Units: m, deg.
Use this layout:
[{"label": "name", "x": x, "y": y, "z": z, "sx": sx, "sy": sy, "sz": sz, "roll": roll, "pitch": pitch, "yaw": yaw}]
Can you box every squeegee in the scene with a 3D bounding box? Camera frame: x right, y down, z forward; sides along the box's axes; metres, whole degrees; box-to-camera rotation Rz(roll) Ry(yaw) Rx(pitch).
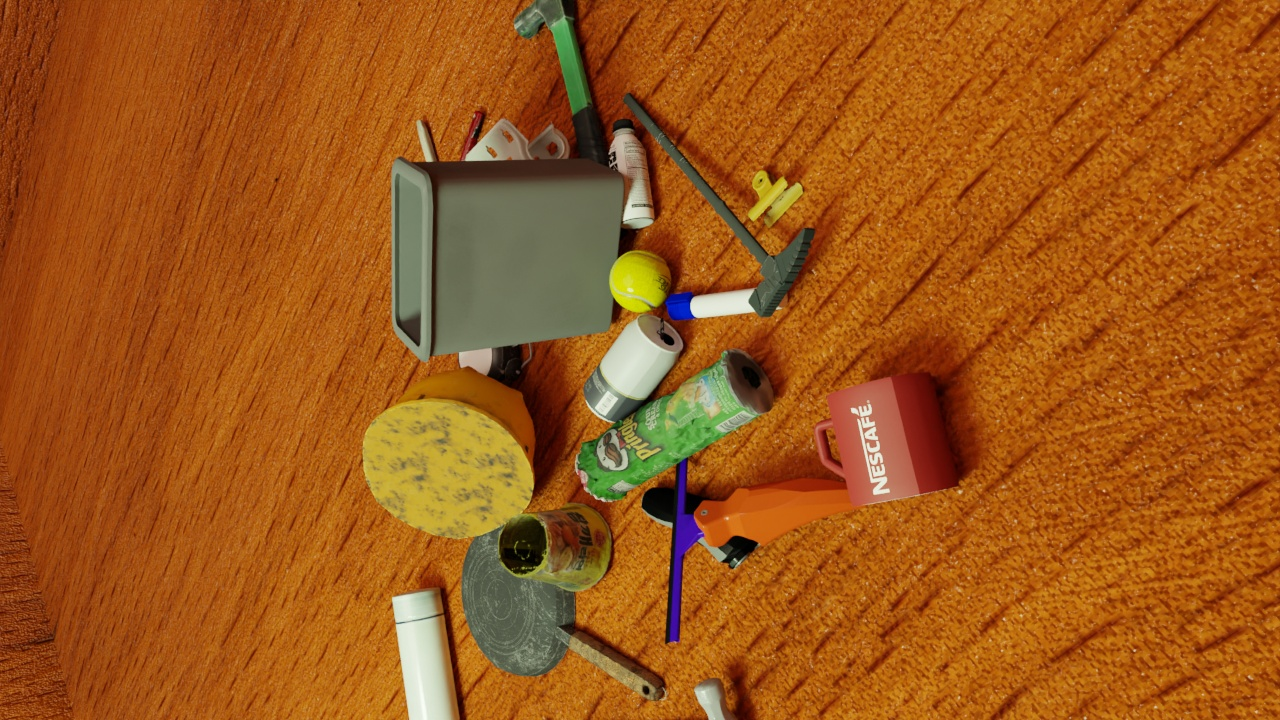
[{"label": "squeegee", "x": 0.113, "y": 0.139, "z": 0.841, "sx": 0.185, "sy": 0.249, "sz": 0.055, "roll": -12, "pitch": 120, "yaw": 12}]

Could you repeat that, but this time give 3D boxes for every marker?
[{"label": "marker", "x": 0.084, "y": -0.059, "z": 0.920, "sx": 0.133, "sy": 0.023, "sz": 0.027, "roll": -4, "pitch": 130, "yaw": 42}]

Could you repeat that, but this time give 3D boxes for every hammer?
[{"label": "hammer", "x": -0.066, "y": -0.286, "z": 1.052, "sx": 0.131, "sy": 0.032, "sz": 0.318, "roll": -22, "pitch": 76, "yaw": 40}, {"label": "hammer", "x": 0.062, "y": -0.185, "z": 0.923, "sx": 0.324, "sy": 0.015, "sz": 0.095, "roll": 56, "pitch": 133, "yaw": 34}, {"label": "hammer", "x": -0.010, "y": 0.419, "z": 1.003, "sx": 0.325, "sy": 0.029, "sz": 0.127, "roll": -24, "pitch": 86, "yaw": 43}]

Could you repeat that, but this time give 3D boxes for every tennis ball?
[{"label": "tennis ball", "x": 0.000, "y": -0.084, "z": 0.970, "sx": 0.065, "sy": 0.065, "sz": 0.065, "roll": 0, "pitch": 91, "yaw": 42}]

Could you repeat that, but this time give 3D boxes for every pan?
[{"label": "pan", "x": -0.108, "y": 0.315, "z": 1.094, "sx": 0.357, "sy": 0.040, "sz": 0.208, "roll": 20, "pitch": 103, "yaw": 42}]

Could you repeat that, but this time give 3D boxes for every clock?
[{"label": "clock", "x": -0.191, "y": -0.007, "z": 1.160, "sx": 0.123, "sy": 0.043, "sz": 0.091, "roll": -19, "pitch": 78, "yaw": 41}]

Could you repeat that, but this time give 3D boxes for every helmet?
[{"label": "helmet", "x": -0.215, "y": 0.092, "z": 1.115, "sx": 0.256, "sy": 0.205, "sz": 0.131, "roll": -52, "pitch": 14, "yaw": 43}]

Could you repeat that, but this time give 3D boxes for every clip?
[{"label": "clip", "x": 0.123, "y": -0.161, "z": 0.883, "sx": 0.048, "sy": 0.046, "sz": 0.054, "roll": 46, "pitch": 124, "yaw": 3}, {"label": "clip", "x": -0.122, "y": -0.214, "z": 1.076, "sx": 0.150, "sy": 0.110, "sz": 0.127, "roll": 43, "pitch": 154, "yaw": -16}]

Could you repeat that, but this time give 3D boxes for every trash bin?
[{"label": "trash bin", "x": -0.139, "y": -0.113, "z": 0.964, "sx": 0.097, "sy": 0.219, "sz": 0.192, "roll": 35, "pitch": 126, "yaw": 48}]

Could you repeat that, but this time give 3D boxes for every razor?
[{"label": "razor", "x": 0.058, "y": 0.163, "z": 0.933, "sx": 0.156, "sy": 0.057, "sz": 0.060, "roll": 27, "pitch": 140, "yaw": 38}]

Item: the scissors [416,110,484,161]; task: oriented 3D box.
[{"label": "scissors", "x": -0.266, "y": -0.260, "z": 1.245, "sx": 0.179, "sy": 0.015, "sz": 0.199, "roll": 45, "pitch": 120, "yaw": 31}]

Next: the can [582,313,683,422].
[{"label": "can", "x": -0.006, "y": 0.006, "z": 0.977, "sx": 0.128, "sy": 0.064, "sz": 0.064, "roll": -53, "pitch": 58, "yaw": 29}]

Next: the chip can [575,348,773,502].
[{"label": "chip can", "x": 0.031, "y": 0.069, "z": 0.932, "sx": 0.224, "sy": 0.075, "sz": 0.075, "roll": -35, "pitch": 68, "yaw": 34}]

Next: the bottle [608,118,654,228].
[{"label": "bottle", "x": -0.012, "y": -0.204, "z": 0.996, "sx": 0.041, "sy": 0.041, "sz": 0.116, "roll": -13, "pitch": 82, "yaw": 42}]

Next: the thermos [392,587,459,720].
[{"label": "thermos", "x": -0.286, "y": 0.425, "z": 1.236, "sx": 0.068, "sy": 0.067, "sz": 0.230, "roll": -20, "pitch": 77, "yaw": 41}]

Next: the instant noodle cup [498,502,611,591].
[{"label": "instant noodle cup", "x": -0.099, "y": 0.206, "z": 1.022, "sx": 0.102, "sy": 0.108, "sz": 0.102, "roll": -7, "pitch": 75, "yaw": 28}]

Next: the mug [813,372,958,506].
[{"label": "mug", "x": 0.201, "y": 0.071, "z": 0.781, "sx": 0.117, "sy": 0.080, "sz": 0.096, "roll": -22, "pitch": 75, "yaw": 47}]
